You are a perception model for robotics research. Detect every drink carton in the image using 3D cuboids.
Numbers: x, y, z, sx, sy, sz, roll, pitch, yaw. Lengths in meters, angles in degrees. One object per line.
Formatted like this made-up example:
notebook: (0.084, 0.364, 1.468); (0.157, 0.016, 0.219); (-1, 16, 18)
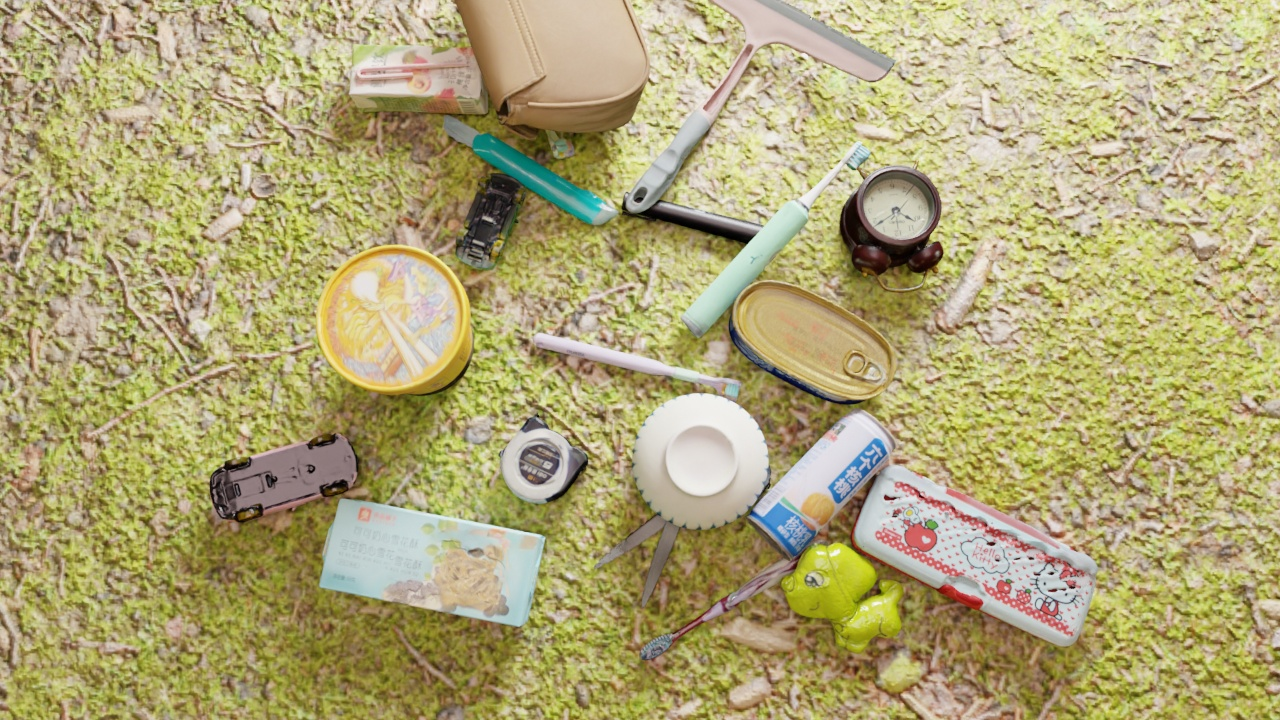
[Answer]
drink carton: (-0.203, -0.260, 0.845); (0.122, 0.045, 0.053); (2, 81, 1)

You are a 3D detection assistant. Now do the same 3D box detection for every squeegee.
squeegee: (0.059, -0.230, 0.843); (0.248, 0.040, 0.249); (33, 80, 9)

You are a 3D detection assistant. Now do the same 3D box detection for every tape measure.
tape measure: (-0.087, 0.090, 0.790); (0.066, 0.033, 0.066); (39, 80, 8)

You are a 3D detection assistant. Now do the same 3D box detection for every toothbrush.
toothbrush: (-0.005, 0.005, 0.813); (0.189, 0.029, 0.021); (14, 40, 4)
toothbrush: (-0.104, -0.276, 0.863); (0.020, 0.029, 0.189); (-29, 77, 36)
toothbrush: (0.080, 0.203, 0.778); (0.187, 0.017, 0.016); (-30, 81, -6)
toothbrush: (0.119, -0.109, 0.812); (0.027, 0.026, 0.224); (43, 92, 4)

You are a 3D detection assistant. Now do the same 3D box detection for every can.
can: (0.154, 0.104, 0.777); (0.134, 0.053, 0.053); (-44, 83, -8)
can: (0.147, -0.014, 0.801); (0.148, 0.049, 0.074); (28, 81, 5)

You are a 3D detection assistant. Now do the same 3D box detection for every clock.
clock: (0.225, -0.117, 0.816); (0.082, 0.055, 0.121); (-3, 77, -1)

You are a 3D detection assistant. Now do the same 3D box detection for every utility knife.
utility knife: (-0.104, -0.176, 0.847); (0.187, 0.013, 0.029); (32, 79, 4)

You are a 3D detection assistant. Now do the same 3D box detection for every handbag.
handbag: (-0.082, -0.293, 0.816); (0.147, 0.100, 0.204); (-17, 77, -16)

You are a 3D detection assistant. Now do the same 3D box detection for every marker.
marker: (0.047, -0.128, 0.836); (0.132, 0.020, 0.022); (14, 94, 3)

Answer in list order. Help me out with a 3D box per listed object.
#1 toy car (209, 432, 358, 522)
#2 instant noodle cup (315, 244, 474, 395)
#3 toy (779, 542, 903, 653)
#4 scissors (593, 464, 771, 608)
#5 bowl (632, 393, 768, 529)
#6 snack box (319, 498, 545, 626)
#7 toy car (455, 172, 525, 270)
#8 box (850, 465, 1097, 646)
toy car: (-0.304, 0.101, 0.787); (0.122, 0.037, 0.056); (-15, 83, -16)
instant noodle cup: (-0.194, -0.024, 0.768); (0.118, 0.114, 0.118); (0, 80, 0)
toy: (0.171, 0.195, 0.770); (0.096, 0.031, 0.100); (-22, 91, -6)
scissors: (0.036, 0.125, 0.796); (0.159, 0.014, 0.177); (-3, 82, 1)
bowl: (0.050, 0.083, 0.760); (0.116, 0.066, 0.116); (0, 82, 1)
snack box: (-0.172, 0.167, 0.766); (0.175, 0.052, 0.074); (10, 81, 1)
toy car: (-0.135, -0.124, 0.826); (0.043, 0.036, 0.091); (19, 81, 4)
box: (0.281, 0.162, 0.772); (0.201, 0.047, 0.086); (25, 80, 5)
